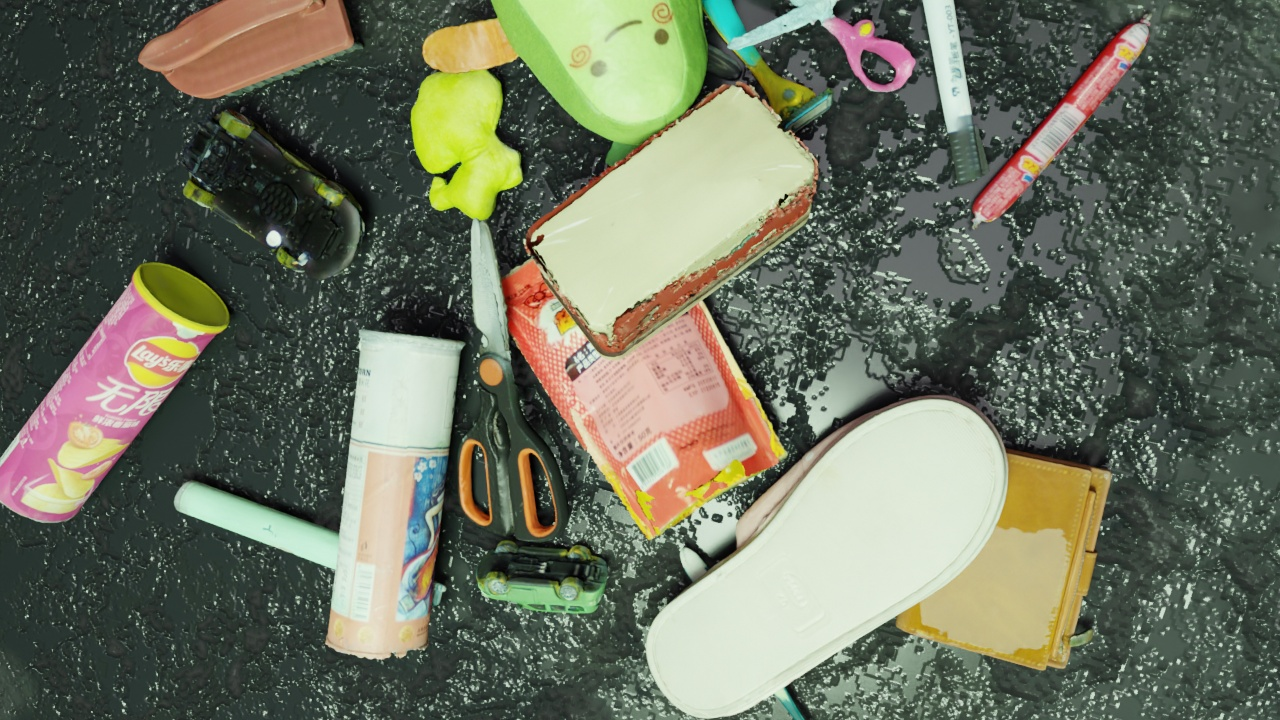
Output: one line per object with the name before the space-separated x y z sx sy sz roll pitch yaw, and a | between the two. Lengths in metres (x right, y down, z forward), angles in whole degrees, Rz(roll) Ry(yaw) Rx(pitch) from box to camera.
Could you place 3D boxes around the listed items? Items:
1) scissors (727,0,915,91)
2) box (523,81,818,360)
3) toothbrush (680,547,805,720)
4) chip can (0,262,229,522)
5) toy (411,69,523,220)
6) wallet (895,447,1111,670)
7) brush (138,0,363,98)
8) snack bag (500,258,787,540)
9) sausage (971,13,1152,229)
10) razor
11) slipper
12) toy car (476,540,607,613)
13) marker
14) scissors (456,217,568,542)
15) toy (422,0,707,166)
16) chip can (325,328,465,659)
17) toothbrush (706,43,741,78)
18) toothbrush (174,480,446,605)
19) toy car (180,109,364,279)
scissors | 0.118 -0.224 0.566 0.133 0.017 0.125 28 96 -6
box | 0.020 -0.084 0.554 0.168 0.079 0.091 -37 75 -3
toothbrush | 0.084 0.208 0.629 0.016 0.018 0.191 -36 85 13
chip can | -0.400 0.026 0.691 0.071 0.071 0.211 44 103 5
toy | -0.123 -0.152 0.632 0.100 0.031 0.097 46 105 4
wallet | 0.233 0.122 0.576 0.119 0.035 0.131 12 98 13
brush | -0.273 -0.226 0.638 0.146 0.069 0.063 -16 91 14
snack bag | -0.004 0.004 0.607 0.129 0.073 0.208 -34 80 7
sausage | 0.254 -0.142 0.554 0.020 0.020 0.156 40 102 6
razor | 0.068 -0.204 0.584 0.043 0.028 0.132 -37 91 -8
slipper | 0.115 0.129 0.588 0.275 0.054 0.114 -45 73 14
toy car | -0.069 0.153 0.642 0.091 0.043 0.036 7 119 4
marker | 0.193 -0.175 0.566 0.022 0.018 0.131 -11 93 -12
scissors | -0.081 0.019 0.617 0.137 0.021 0.235 25 117 19
toy | -0.034 -0.242 0.554 0.227 0.089 0.247 -24 100 13
chip can | -0.169 0.089 0.631 0.071 0.071 0.214 7 90 12
toothbrush | -0.013 -0.231 0.608 0.181 0.018 0.016 29 101 6
toothbrush | -0.248 0.136 0.690 0.224 0.026 0.027 17 80 10
toy car | -0.263 -0.118 0.660 0.158 0.042 0.070 37 102 8
